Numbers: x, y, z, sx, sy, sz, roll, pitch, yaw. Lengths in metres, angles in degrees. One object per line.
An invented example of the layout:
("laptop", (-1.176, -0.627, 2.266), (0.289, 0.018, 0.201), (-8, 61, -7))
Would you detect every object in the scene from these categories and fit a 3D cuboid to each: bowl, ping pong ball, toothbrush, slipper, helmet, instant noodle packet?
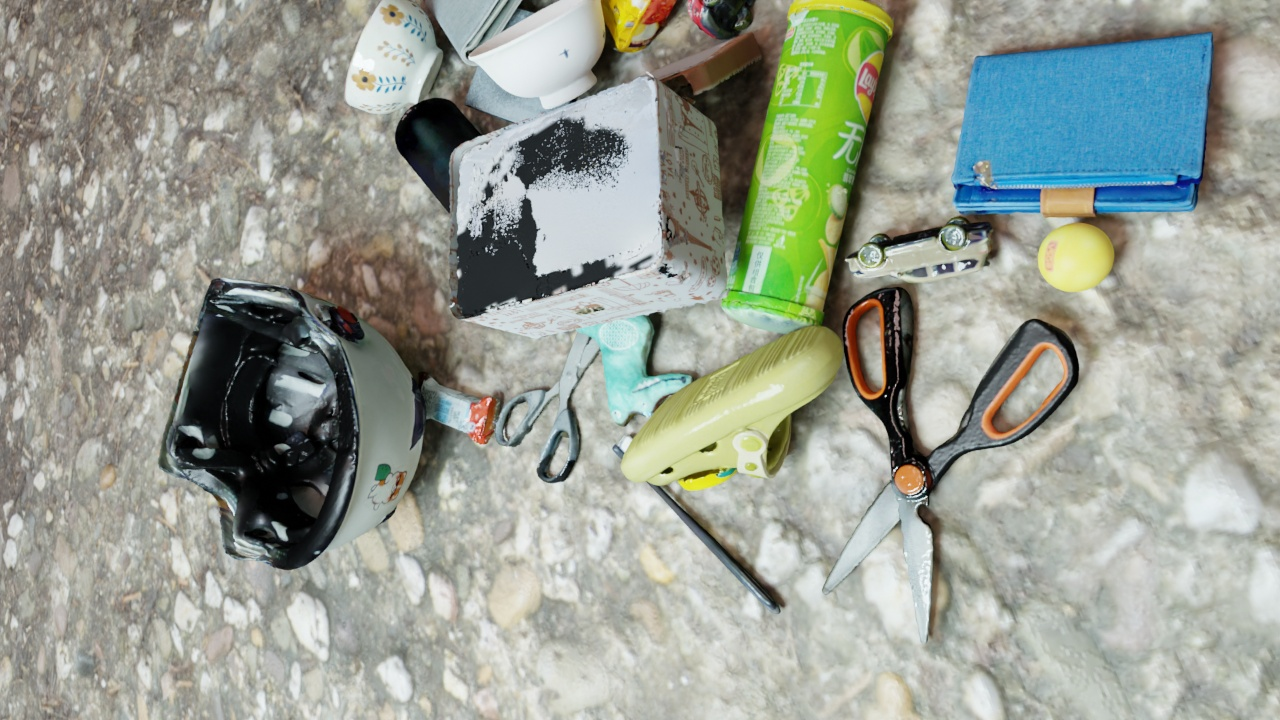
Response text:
("bowl", (-0.071, -0.243, 0.738), (0.118, 0.118, 0.065), (-11, 120, 32))
("ping pong ball", (0.254, -0.060, 0.535), (0.040, 0.040, 0.040), (-5, 81, 33))
("toothbrush", (0.039, 0.117, 0.670), (0.018, 0.015, 0.181), (-50, 59, 8))
("slipper", (0.067, 0.048, 0.616), (0.191, 0.091, 0.081), (-34, 96, 39))
("bowl", (-0.224, -0.278, 0.857), (0.062, 0.113, 0.113), (26, 101, -8))
("helmet", (-0.285, 0.052, 0.809), (0.274, 0.156, 0.230), (27, 103, 30))
("instant noodle packet", (-0.008, -0.325, 0.730), (0.111, 0.044, 0.128), (-49, 56, 47))

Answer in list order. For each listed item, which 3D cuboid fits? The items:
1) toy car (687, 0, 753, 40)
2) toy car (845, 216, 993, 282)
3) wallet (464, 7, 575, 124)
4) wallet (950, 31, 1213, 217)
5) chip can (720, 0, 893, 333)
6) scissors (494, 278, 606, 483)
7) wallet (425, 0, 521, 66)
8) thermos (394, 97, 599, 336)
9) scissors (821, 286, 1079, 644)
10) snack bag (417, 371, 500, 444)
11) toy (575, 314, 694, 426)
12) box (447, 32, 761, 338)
("toy car", (0.072, -0.301, 0.683), (0.045, 0.053, 0.120), (29, 97, 34))
("toy car", (0.177, -0.068, 0.586), (0.091, 0.042, 0.035), (-7, 101, 27))
("wallet", (-0.098, -0.256, 0.811), (0.121, 0.019, 0.097), (27, 101, 32))
("wallet", (0.260, -0.137, 0.545), (0.133, 0.040, 0.106), (5, 78, 34))
("chip can", (0.111, -0.128, 0.621), (0.073, 0.072, 0.221), (14, 91, 34))
("scissors", (-0.058, 0.020, 0.752), (0.163, 0.014, 0.166), (-20, 71, 27))
("wallet", (-0.148, -0.339, 0.827), (0.107, 0.037, 0.129), (-50, 45, 19))
("thermos", (-0.131, -0.121, 0.781), (0.090, 0.068, 0.242), (-52, 59, 23))
("scissors", (0.178, 0.053, 0.587), (0.221, 0.021, 0.224), (-41, 62, 28))
("snack bag", (-0.167, 0.042, 0.810), (0.105, 0.026, 0.045), (16, 101, 35))
("toy", (-0.004, 0.004, 0.706), (0.097, 0.030, 0.092), (-8, 87, 26))
("box", (-0.025, -0.140, 0.638), (0.180, 0.130, 0.271), (-11, 48, 33))
